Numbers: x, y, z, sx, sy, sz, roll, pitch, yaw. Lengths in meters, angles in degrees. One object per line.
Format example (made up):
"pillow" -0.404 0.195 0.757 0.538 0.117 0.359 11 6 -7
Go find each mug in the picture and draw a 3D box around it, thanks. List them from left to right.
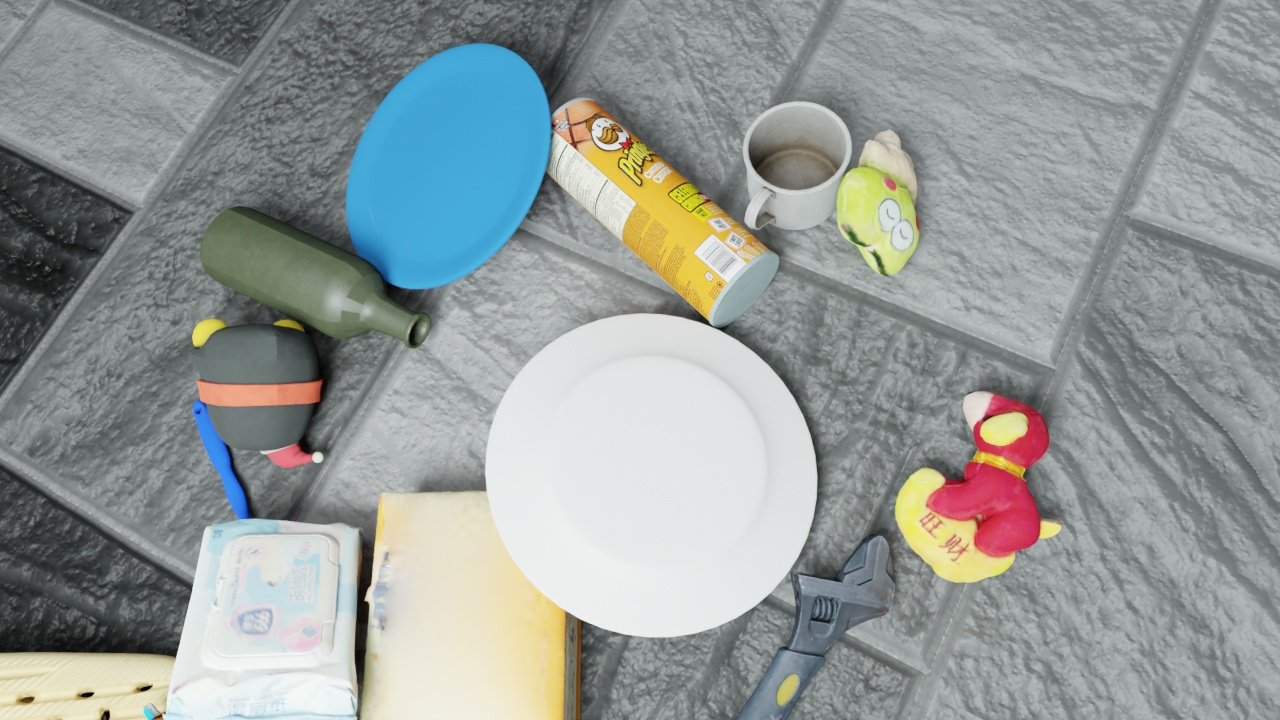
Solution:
"mug" 0.119 -0.145 0.746 0.084 0.070 0.113 32 78 18

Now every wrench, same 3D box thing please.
"wrench" 0.093 0.235 0.634 0.073 0.022 0.273 35 81 -11

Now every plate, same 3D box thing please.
"plate" -0.166 -0.167 0.798 0.225 0.024 0.224 -8 73 28
"plate" 0.011 0.073 0.661 0.242 0.016 0.242 2 67 -6

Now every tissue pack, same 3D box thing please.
"tissue pack" -0.251 0.177 0.633 0.112 0.070 0.181 2 34 -16

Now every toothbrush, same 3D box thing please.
"toothbrush" -0.335 0.106 0.758 0.016 0.018 0.182 -32 66 -4

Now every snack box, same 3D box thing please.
"snack box" -0.120 0.192 0.657 0.145 0.081 0.195 -3 70 7

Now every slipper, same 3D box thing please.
"slipper" -0.458 0.274 0.685 0.261 0.079 0.111 -3 69 -13

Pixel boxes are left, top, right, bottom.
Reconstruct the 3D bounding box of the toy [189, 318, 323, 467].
"toy" -0.306 0.027 0.741 0.100 0.097 0.119 6 96 54

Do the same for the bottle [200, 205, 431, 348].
"bottle" -0.271 -0.064 0.776 0.207 0.071 0.071 24 76 16

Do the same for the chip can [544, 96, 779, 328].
"chip can" 0.010 -0.124 0.753 0.075 0.075 0.215 -43 70 -8

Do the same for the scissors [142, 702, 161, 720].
"scissors" -0.319 0.305 0.661 0.134 0.012 0.134 -42 97 -1

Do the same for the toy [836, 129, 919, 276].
"toy" 0.192 -0.129 0.727 0.046 0.092 0.115 -8 54 46

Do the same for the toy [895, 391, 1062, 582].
"toy" 0.246 0.093 0.650 0.105 0.067 0.137 29 85 13

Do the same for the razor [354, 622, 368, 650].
"razor" -0.262 0.210 0.697 0.116 0.047 0.088 -1 70 0

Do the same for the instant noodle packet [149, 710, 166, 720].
"instant noodle packet" -0.278 0.274 0.639 0.135 0.040 0.098 -23 86 -20
